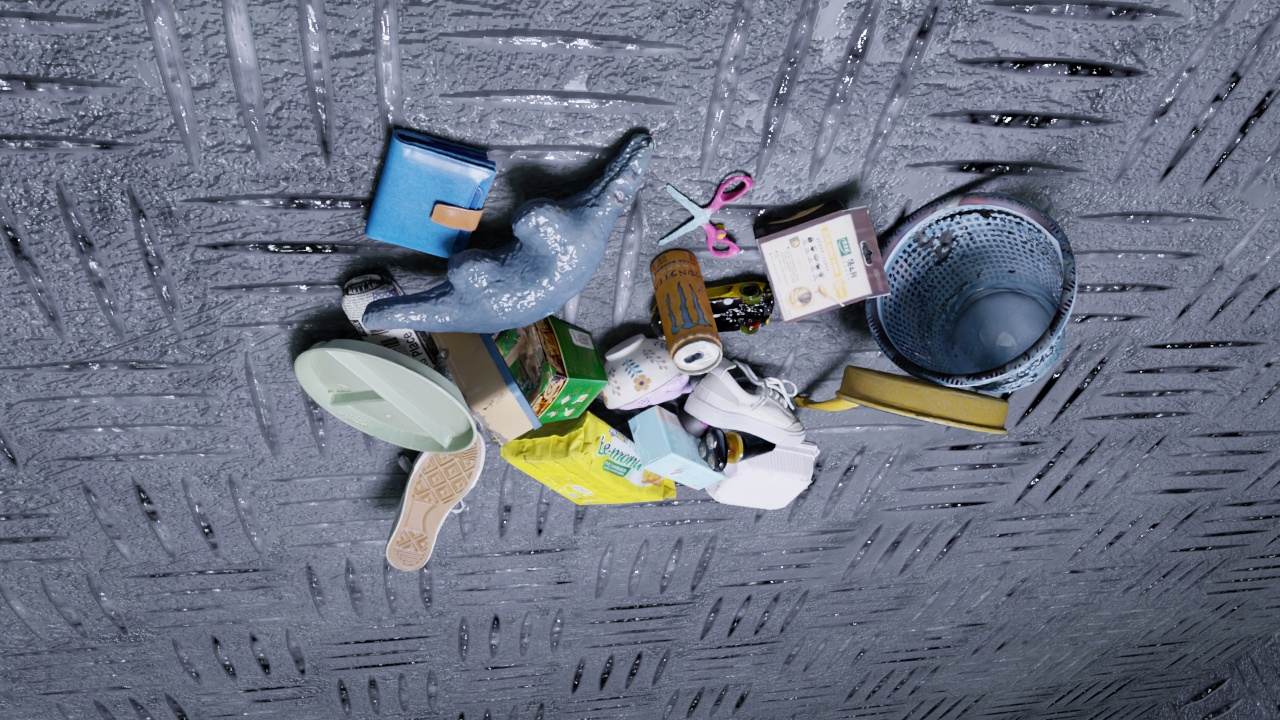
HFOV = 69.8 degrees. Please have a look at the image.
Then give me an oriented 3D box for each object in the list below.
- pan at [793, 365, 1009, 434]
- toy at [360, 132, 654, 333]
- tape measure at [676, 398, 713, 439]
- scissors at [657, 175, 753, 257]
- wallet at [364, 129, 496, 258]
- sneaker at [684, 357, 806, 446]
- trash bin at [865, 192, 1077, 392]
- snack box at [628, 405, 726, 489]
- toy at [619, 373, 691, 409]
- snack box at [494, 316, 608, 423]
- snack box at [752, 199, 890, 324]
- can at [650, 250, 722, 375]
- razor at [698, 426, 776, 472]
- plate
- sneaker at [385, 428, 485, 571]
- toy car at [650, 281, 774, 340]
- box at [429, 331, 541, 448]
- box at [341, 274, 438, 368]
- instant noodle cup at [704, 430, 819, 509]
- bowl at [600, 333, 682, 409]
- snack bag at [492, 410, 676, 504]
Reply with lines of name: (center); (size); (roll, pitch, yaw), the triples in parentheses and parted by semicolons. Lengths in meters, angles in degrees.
pan: (0.300, 0.052, 1.159); (0.197, 0.358, 0.078); (11, 94, -22)
toy: (-0.118, -0.106, 0.968); (0.357, 0.091, 0.138); (-33, 136, 10)
tape measure: (0.079, 0.078, 1.272); (0.039, 0.057, 0.058); (-33, 145, 19)
scissors: (0.075, -0.159, 1.018); (0.134, 0.017, 0.133); (-31, 134, 29)
wallet: (-0.213, -0.163, 0.927); (0.106, 0.040, 0.133); (13, 137, -22)
sneaker: (0.158, 0.054, 1.251); (0.242, 0.089, 0.091); (19, 100, -48)
trash bin: (0.406, -0.057, 1.086); (0.227, 0.226, 0.195); (-30, 150, 22)
snack box: (0.053, 0.125, 1.284); (0.052, 0.074, 0.174); (-29, 150, 21)
toy: (0.016, 0.041, 1.228); (0.108, 0.039, 0.084); (-17, 163, 5)
snack box: (-0.108, 0.012, 1.117); (0.105, 0.118, 0.118); (5, 140, -38)
snack box: (0.205, -0.113, 1.042); (0.126, 0.053, 0.113); (-18, 116, 9)
can: (0.050, -0.056, 1.031); (0.058, 0.145, 0.058); (-7, 140, -6)
razor: (0.141, 0.120, 1.295); (0.068, 0.062, 0.167); (-7, 176, 36)
plate: (-0.301, 0.044, 1.101); (0.230, 0.027, 0.231); (13, 149, 8)
sneaker: (-0.291, 0.179, 1.286); (0.118, 0.087, 0.241); (22, 108, -19)
toy car: (0.088, -0.062, 1.115); (0.156, 0.041, 0.071); (-8, 141, -2)
box: (-0.176, 0.017, 1.036); (0.062, 0.184, 0.090); (-32, 143, -7)
box: (-0.287, -0.041, 1.059); (0.072, 0.060, 0.164); (-29, 143, -10)
instant noodle cup: (0.182, 0.178, 1.419); (0.173, 0.060, 0.138); (13, 136, -25)
bowl: (-0.007, 0.007, 1.143); (0.114, 0.113, 0.062); (-27, 101, 19)
snack bag: (-0.075, 0.144, 1.267); (0.158, 0.068, 0.246); (-5, 151, 35)
